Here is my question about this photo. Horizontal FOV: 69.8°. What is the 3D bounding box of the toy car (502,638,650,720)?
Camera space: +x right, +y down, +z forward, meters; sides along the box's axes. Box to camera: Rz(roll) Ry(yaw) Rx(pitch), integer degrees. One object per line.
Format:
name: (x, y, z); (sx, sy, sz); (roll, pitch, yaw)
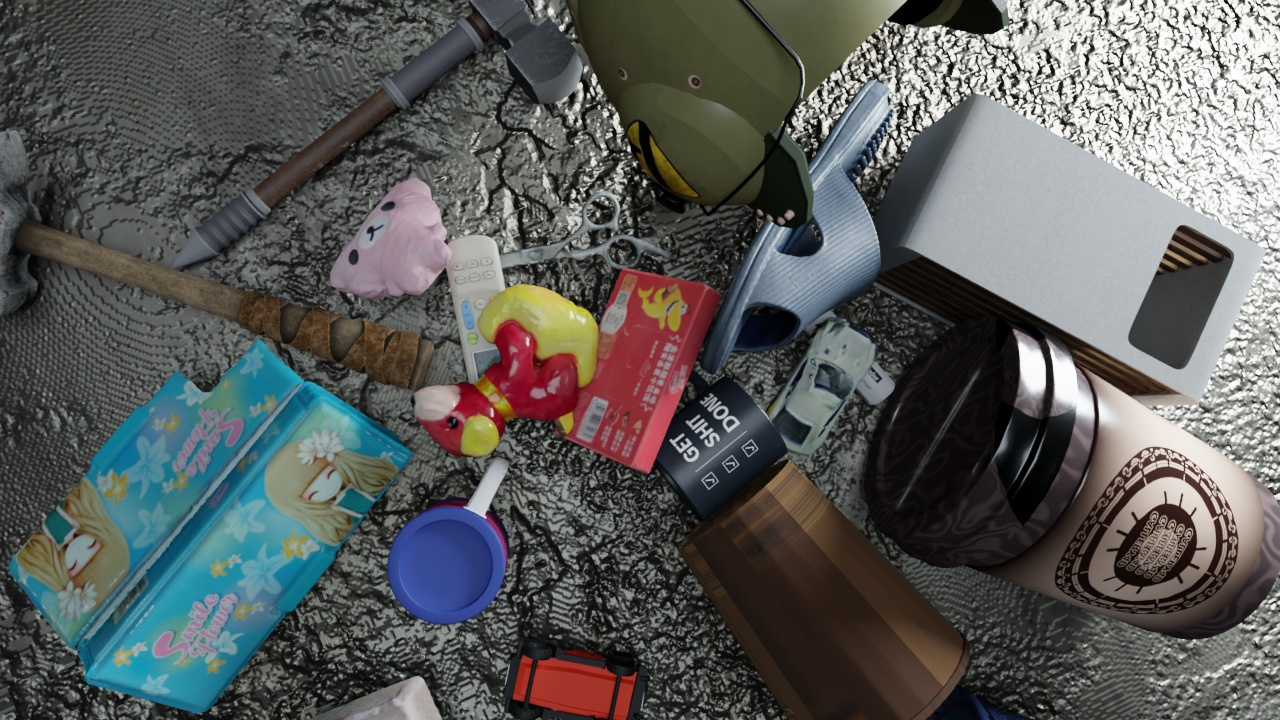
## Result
toy car: (-0.044, 0.227, 0.644); (0.100, 0.049, 0.051); (12, 87, -5)

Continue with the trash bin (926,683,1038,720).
trash bin: (0.314, 0.326, 0.630); (0.249, 0.139, 0.139); (18, 85, -6)

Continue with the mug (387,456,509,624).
mug: (-0.120, 0.118, 0.628); (0.075, 0.076, 0.112); (28, 85, -4)

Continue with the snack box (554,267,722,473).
snack box: (-0.004, 0.004, 0.644); (0.021, 0.089, 0.133); (27, 83, -43)

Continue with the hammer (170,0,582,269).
hammer: (-0.205, -0.167, 0.656); (0.322, 0.043, 0.156); (-40, 91, -4)

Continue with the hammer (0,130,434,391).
hammer: (-0.300, -0.047, 0.628); (0.318, 0.049, 0.122); (19, 105, -9)

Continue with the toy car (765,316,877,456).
toy car: (0.130, 0.020, 0.666); (0.048, 0.033, 0.105); (30, 104, 5)

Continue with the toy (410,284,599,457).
toy: (-0.085, 0.014, 0.634); (0.137, 0.067, 0.105); (-45, 103, -12)

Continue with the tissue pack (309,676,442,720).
tissue pack: (-0.150, 0.311, 0.627); (0.104, 0.071, 0.181); (-25, 90, 6)

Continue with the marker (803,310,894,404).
marker: (0.141, -0.020, 0.686); (0.025, 0.025, 0.126); (-42, 91, -6)

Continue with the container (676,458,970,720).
container: (0.116, 0.164, 0.629); (0.132, 0.132, 0.167); (-38, 85, -6)

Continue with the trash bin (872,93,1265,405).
trash bin: (0.290, -0.070, 0.658); (0.229, 0.114, 0.114); (27, 85, -4)

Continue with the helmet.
helmet: (0.069, -0.220, 0.564); (0.250, 0.256, 0.233); (-45, 93, -7)

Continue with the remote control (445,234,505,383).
remote control: (-0.112, -0.027, 0.660); (0.038, 0.018, 0.125); (-11, 97, -5)

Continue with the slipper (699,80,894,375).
slipper: (0.128, -0.082, 0.634); (0.082, 0.101, 0.263); (32, 66, 5)

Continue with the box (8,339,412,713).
box: (-0.285, 0.104, 0.605); (0.172, 0.083, 0.227); (40, 84, -12)

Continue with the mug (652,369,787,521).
mug: (0.041, 0.051, 0.657); (0.077, 0.071, 0.105); (-38, 65, -6)

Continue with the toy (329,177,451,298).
toy: (-0.166, -0.076, 0.635); (0.099, 0.096, 0.052); (-52, 137, -5)

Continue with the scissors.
scissors: (-0.064, -0.072, 0.677); (0.172, 0.014, 0.090); (-32, 107, 3)

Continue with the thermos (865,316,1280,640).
thermos: (0.297, 0.090, 0.631); (0.226, 0.173, 0.172); (25, 85, -10)
